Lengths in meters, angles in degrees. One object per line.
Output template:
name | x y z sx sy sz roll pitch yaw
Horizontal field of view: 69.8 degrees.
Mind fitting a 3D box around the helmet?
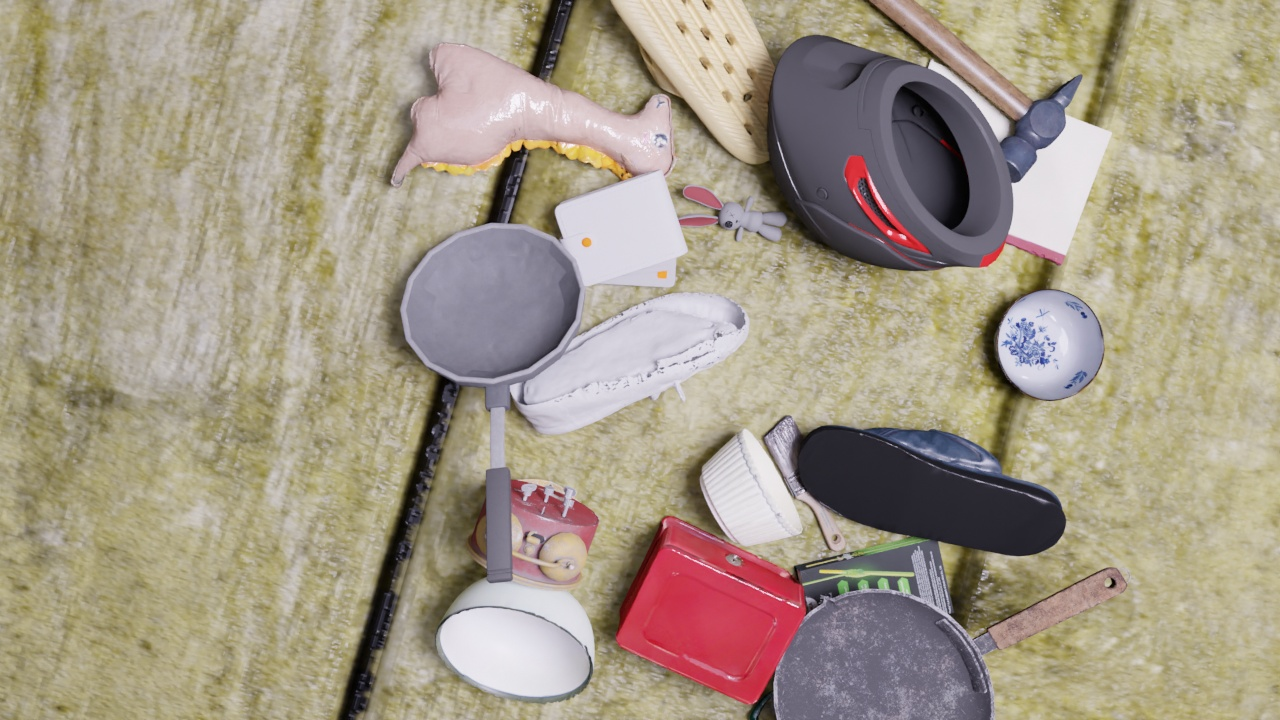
helmet | 0.217 -0.189 0.876 0.163 0.170 0.265 -41 102 -26

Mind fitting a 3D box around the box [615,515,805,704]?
box | 0.068 0.247 0.903 0.157 0.112 0.134 24 94 -3

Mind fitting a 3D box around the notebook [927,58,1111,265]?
notebook | 0.374 -0.207 0.966 0.209 0.012 0.153 21 90 -3

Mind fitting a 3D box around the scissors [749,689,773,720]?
scissors | 0.223 0.355 0.908 0.210 0.015 0.142 -36 66 13

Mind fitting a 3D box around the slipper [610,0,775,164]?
slipper | 0.059 -0.312 0.916 0.111 0.079 0.261 -42 111 -5

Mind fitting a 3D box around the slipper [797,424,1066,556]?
slipper | 0.290 0.118 0.936 0.265 0.083 0.109 15 126 4

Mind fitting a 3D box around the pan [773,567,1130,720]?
pan | 0.298 0.285 0.875 0.357 0.040 0.207 -29 78 5

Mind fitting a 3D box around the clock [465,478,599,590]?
clock | -0.098 0.158 0.866 0.117 0.159 0.081 20 95 -4

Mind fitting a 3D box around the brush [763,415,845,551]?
brush | 0.175 0.131 0.956 0.039 0.012 0.151 -29 93 -3

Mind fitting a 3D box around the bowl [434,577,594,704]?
bowl | -0.115 0.260 0.891 0.153 0.072 0.154 6 130 7

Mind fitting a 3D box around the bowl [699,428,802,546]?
bowl | 0.104 0.132 0.907 0.062 0.115 0.115 -30 92 12

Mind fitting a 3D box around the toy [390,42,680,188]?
toy | -0.100 -0.215 0.919 0.264 0.065 0.196 23 100 -11

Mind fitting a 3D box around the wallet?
wallet | -0.017 -0.117 0.918 0.118 0.037 0.115 -17 106 8

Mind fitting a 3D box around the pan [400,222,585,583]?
pan | -0.133 0.029 0.853 0.178 0.041 0.356 -6 63 2

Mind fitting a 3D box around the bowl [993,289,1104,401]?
bowl | 0.414 -0.015 0.952 0.114 0.045 0.114 0 90 -4

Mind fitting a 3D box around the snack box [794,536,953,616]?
snack box | 0.242 0.238 0.954 0.147 0.025 0.080 -13 91 -3

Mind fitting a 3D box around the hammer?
hammer | 0.303 -0.332 0.941 0.322 0.040 0.129 39 84 -1

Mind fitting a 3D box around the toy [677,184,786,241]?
toy | 0.093 -0.148 0.939 0.111 0.030 0.049 12 118 -6

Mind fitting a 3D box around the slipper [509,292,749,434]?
slipper | -0.005 0.006 0.914 0.246 0.075 0.112 -24 61 -5
